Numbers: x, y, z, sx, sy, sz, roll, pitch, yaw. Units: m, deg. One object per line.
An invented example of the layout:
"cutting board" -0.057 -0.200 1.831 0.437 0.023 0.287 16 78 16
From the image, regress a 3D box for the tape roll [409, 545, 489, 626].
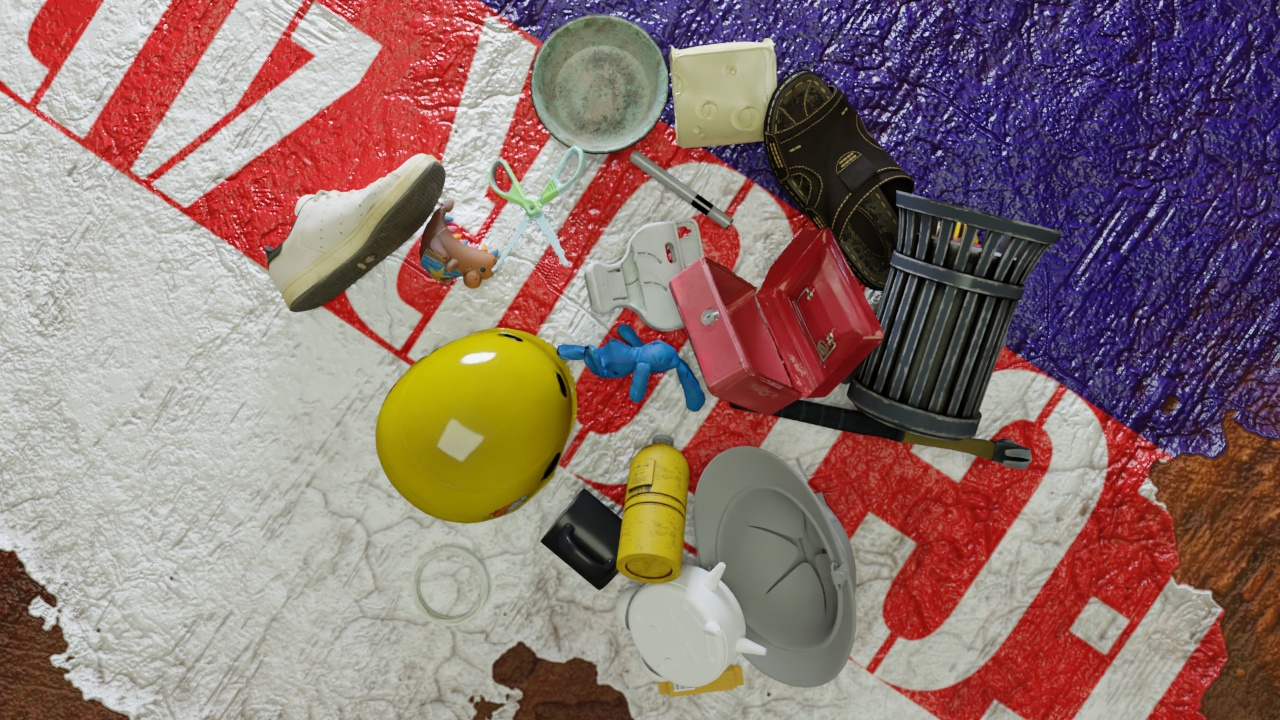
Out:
"tape roll" -0.225 0.265 1.081 0.093 0.013 0.093 0 91 3

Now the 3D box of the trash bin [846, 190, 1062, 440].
"trash bin" 0.314 -0.045 0.956 0.164 0.164 0.228 15 104 2

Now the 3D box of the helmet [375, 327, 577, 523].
"helmet" -0.184 0.071 1.014 0.209 0.139 0.240 43 91 1

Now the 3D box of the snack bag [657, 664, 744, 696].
"snack bag" 0.070 0.373 1.069 0.099 0.020 0.026 -9 96 2

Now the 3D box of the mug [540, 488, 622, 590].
"mug" -0.057 0.205 1.024 0.088 0.113 0.078 40 100 1

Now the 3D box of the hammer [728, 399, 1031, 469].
"hammer" 0.264 0.074 1.022 0.333 0.117 0.025 12 94 7

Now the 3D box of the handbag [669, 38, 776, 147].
"handbag" 0.095 -0.299 1.029 0.119 0.081 0.111 -6 103 -1

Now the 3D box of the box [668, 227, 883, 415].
"box" 0.126 -0.038 0.972 0.168 0.154 0.157 -5 56 -25

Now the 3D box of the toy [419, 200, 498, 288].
"toy" -0.208 -0.135 1.065 0.090 0.071 0.102 14 68 -11

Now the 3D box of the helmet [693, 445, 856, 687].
"helmet" 0.168 0.212 1.018 0.184 0.117 0.271 -12 95 38

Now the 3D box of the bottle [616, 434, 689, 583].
"bottle" 0.017 0.155 1.014 0.071 0.071 0.163 7 51 2

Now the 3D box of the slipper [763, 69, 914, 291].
"slipper" 0.227 -0.191 1.001 0.113 0.076 0.268 -35 105 -3

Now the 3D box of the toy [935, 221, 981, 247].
"toy" 0.355 -0.110 1.042 0.084 0.046 0.103 -4 85 13

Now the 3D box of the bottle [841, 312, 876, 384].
"bottle" 0.257 -0.023 1.048 0.036 0.036 0.110 40 92 1

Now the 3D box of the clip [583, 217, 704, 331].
"clip" 0.008 -0.092 1.049 0.142 0.073 0.124 -11 88 -8

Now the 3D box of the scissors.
"scissors" -0.119 -0.174 1.037 0.174 0.022 0.171 -38 69 8

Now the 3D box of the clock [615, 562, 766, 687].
"clock" 0.044 0.297 1.013 0.161 0.072 0.125 -26 90 39

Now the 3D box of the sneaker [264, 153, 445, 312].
"sneaker" -0.332 -0.164 1.048 0.242 0.089 0.102 -40 81 6

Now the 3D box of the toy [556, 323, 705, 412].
"toy" -0.006 0.006 1.031 0.176 0.112 0.071 16 105 -7

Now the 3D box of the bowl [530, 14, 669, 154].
"bowl" -0.046 -0.312 1.053 0.157 0.038 0.157 0 91 2

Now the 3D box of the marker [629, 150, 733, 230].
"marker" 0.047 -0.198 1.063 0.140 0.016 0.016 36 92 1
